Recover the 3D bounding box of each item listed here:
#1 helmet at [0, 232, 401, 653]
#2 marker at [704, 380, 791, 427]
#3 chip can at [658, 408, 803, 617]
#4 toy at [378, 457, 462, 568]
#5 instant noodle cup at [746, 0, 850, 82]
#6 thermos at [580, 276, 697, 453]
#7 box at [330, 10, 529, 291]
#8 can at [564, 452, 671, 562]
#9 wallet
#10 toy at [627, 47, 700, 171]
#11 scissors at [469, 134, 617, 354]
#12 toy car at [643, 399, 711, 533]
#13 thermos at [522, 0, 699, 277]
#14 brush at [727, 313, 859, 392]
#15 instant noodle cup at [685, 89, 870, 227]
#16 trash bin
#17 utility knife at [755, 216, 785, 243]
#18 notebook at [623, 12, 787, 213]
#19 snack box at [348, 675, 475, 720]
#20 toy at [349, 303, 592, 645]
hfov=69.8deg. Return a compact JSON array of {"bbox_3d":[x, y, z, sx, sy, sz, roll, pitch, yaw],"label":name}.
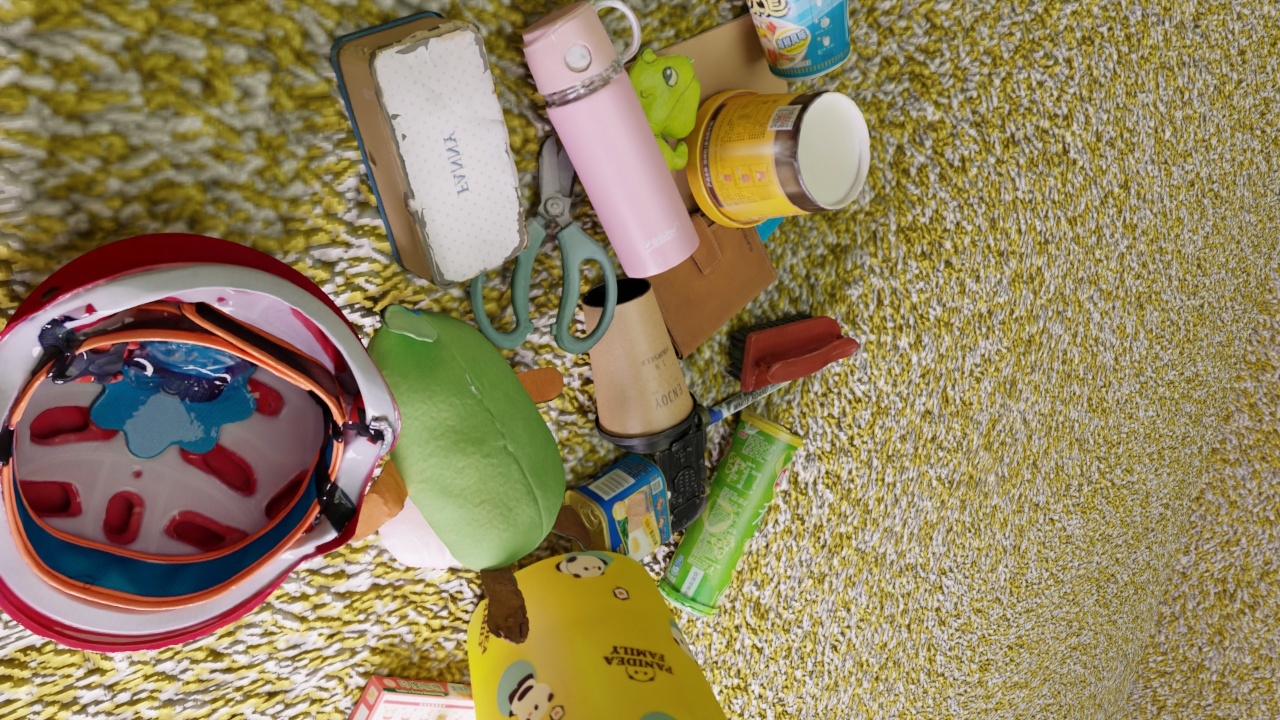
[{"bbox_3d":[-0.264,0.033,0.529,0.206,0.144,0.240,23,108,-37],"label":"helmet"},{"bbox_3d":[0.109,0.041,0.966,0.145,0.017,0.017,-25,125,-32],"label":"marker"},{"bbox_3d":[0.094,0.164,0.973,0.072,0.073,0.221,24,93,-46],"label":"chip can"},{"bbox_3d":[-0.150,0.086,0.722,0.121,0.054,0.159,-2,100,-42],"label":"toy"},{"bbox_3d":[0.130,-0.297,0.758,0.099,0.099,0.110,-41,134,-21],"label":"instant noodle cup"},{"bbox_3d":[-0.005,0.005,0.795,0.092,0.093,0.143,-29,121,-30],"label":"thermos"},{"bbox_3d":[-0.138,-0.144,0.615,0.089,0.061,0.184,-29,126,-30],"label":"box"},{"bbox_3d":[-0.019,0.150,0.874,0.083,0.057,0.102,-29,128,-33],"label":"can"},{"bbox_3d":[0.055,-0.085,0.829,0.130,0.035,0.119,-40,122,-21],"label":"wallet"},{"bbox_3d":[0.016,-0.196,0.738,0.096,0.031,0.100,33,91,-43],"label":"toy"},{"bbox_3d":[-0.057,-0.089,0.717,0.143,0.019,0.180,16,90,-17],"label":"scissors"},{"bbox_3d":[0.033,0.102,0.908,0.070,0.042,0.158,-25,124,-32],"label":"toy car"},{"bbox_3d":[-0.013,-0.166,0.686,0.087,0.067,0.199,-28,116,-6],"label":"thermos"},{"bbox_3d":[0.162,-0.010,0.951,0.145,0.069,0.063,-15,121,-37],"label":"brush"},{"bbox_3d":[0.118,-0.171,0.768,0.118,0.115,0.118,-6,100,-38],"label":"instant noodle cup"},{"bbox_3d":[-0.033,0.315,0.763,0.229,0.255,0.230,-12,131,-14],"label":"trash bin"},{"bbox_3d":[0.123,-0.138,0.887,0.217,0.018,0.034,-47,133,-13],"label":"utility knife"},{"bbox_3d":[0.056,-0.207,0.798,0.207,0.008,0.148,-32,129,-28],"label":"notebook"},{"bbox_3d":[-0.191,0.329,0.824,0.155,0.027,0.077,29,90,-46],"label":"snack box"},{"bbox_3d":[-0.119,0.067,0.658,0.226,0.090,0.247,-41,110,-50],"label":"toy"}]
